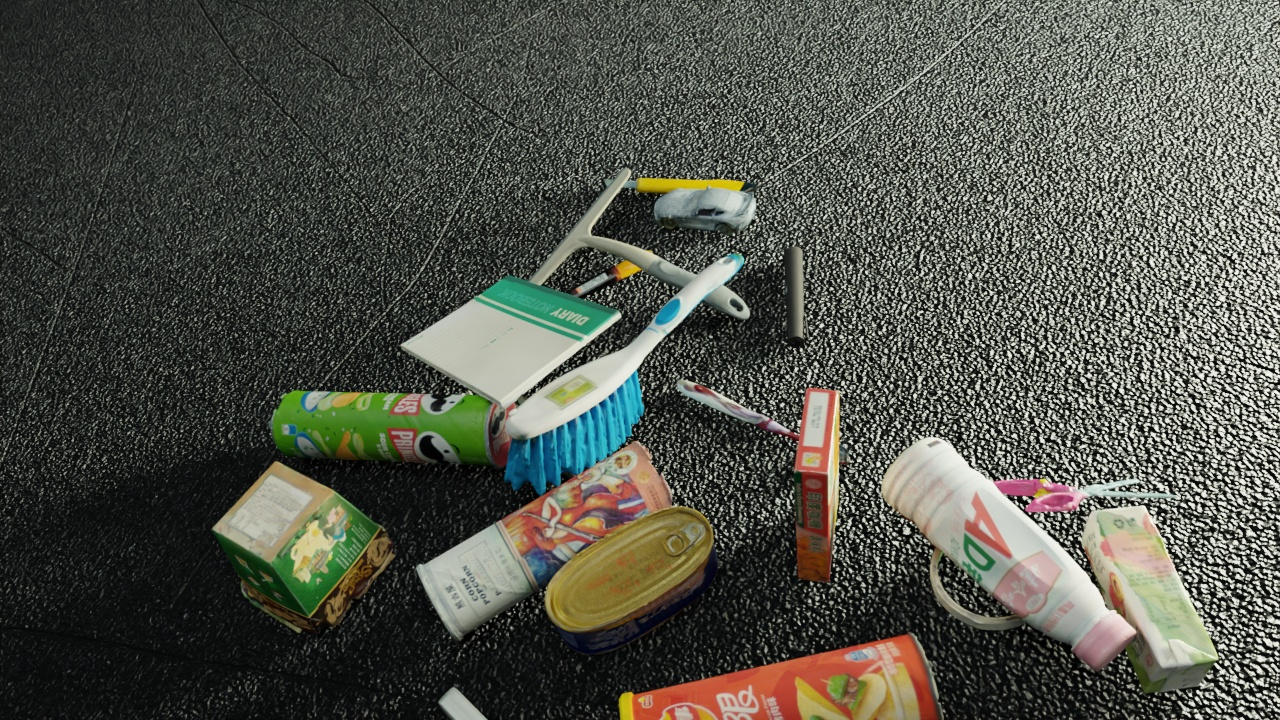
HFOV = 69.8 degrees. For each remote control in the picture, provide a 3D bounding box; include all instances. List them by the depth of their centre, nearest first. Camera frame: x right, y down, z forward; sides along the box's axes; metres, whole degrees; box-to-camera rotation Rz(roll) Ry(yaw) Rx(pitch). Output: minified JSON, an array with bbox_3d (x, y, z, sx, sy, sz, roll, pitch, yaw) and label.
[{"bbox_3d":[-0.096,0.293,0.668,0.135,0.056,0.019,30,62,33],"label":"remote control"}]

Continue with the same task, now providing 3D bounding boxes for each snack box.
[{"bbox_3d":[0.137,0.100,0.712,0.027,0.156,0.076,5,50,15],"label":"snack box"},{"bbox_3d":[-0.302,0.156,0.809,0.118,0.106,0.118,18,55,28],"label":"snack box"}]

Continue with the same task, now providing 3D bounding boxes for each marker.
[{"bbox_3d":[0.161,-0.068,0.949,0.022,0.020,0.131,-11,47,19],"label":"marker"},{"bbox_3d":[-0.040,-0.089,1.025,0.123,0.015,0.018,-28,51,-9],"label":"marker"}]

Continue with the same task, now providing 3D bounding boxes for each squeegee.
[{"bbox_3d":[0.008,-0.101,0.989,0.247,0.039,0.245,26,64,25],"label":"squeegee"}]

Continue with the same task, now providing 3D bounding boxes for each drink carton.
[{"bbox_3d":[0.365,0.170,0.661,0.045,0.054,0.122,-10,48,5],"label":"drink carton"}]

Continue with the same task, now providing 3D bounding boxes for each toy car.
[{"bbox_3d":[0.073,-0.176,1.060,0.121,0.037,0.054,7,51,24],"label":"toy car"}]

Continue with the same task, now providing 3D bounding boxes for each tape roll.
[{"bbox_3d":[0.270,0.167,0.714,0.086,0.014,0.085,-8,48,8],"label":"tape roll"}]

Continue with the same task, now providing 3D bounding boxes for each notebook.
[{"bbox_3d":[-0.135,-0.027,0.926,0.150,0.012,0.209,-38,35,-24],"label":"notebook"}]

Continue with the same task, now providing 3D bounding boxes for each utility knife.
[{"bbox_3d":[0.044,-0.209,1.109,0.197,0.015,0.033,7,35,21],"label":"utility knife"}]

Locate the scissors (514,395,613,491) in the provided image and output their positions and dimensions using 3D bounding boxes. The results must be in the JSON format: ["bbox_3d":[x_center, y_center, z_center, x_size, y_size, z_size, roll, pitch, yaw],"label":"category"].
[{"bbox_3d":[-0.092,0.083,0.884,0.174,0.014,0.140,8,50,21],"label":"scissors"}]

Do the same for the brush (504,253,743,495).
[{"bbox_3d":[-0.005,0.005,0.872,0.313,0.110,0.060,-32,42,-33],"label":"brush"}]

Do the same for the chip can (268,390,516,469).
[{"bbox_3d":[-0.241,0.066,0.899,0.236,0.072,0.072,1,49,16],"label":"chip can"}]

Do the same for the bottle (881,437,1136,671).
[{"bbox_3d":[0.271,0.141,0.683,0.068,0.068,0.197,-32,52,-15],"label":"bottle"}]

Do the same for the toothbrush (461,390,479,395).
[{"bbox_3d":[-0.127,-0.004,0.970,0.180,0.018,0.016,-41,44,-24],"label":"toothbrush"}]

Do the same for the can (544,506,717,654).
[{"bbox_3d":[-0.005,0.180,0.750,0.148,0.049,0.074,-29,49,-12],"label":"can"}]

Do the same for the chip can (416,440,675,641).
[{"bbox_3d":[-0.077,0.150,0.781,0.214,0.071,0.071,-29,48,-13],"label":"chip can"}]

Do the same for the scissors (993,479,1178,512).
[{"bbox_3d":[0.344,0.105,0.716,0.133,0.017,0.123,0,5,25],"label":"scissors"}]

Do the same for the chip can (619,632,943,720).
[{"bbox_3d":[0.097,0.250,0.646,0.216,0.073,0.073,-12,47,3],"label":"chip can"}]

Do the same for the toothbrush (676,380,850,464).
[{"bbox_3d":[0.110,0.053,0.855,0.188,0.017,0.016,24,58,30],"label":"toothbrush"}]
